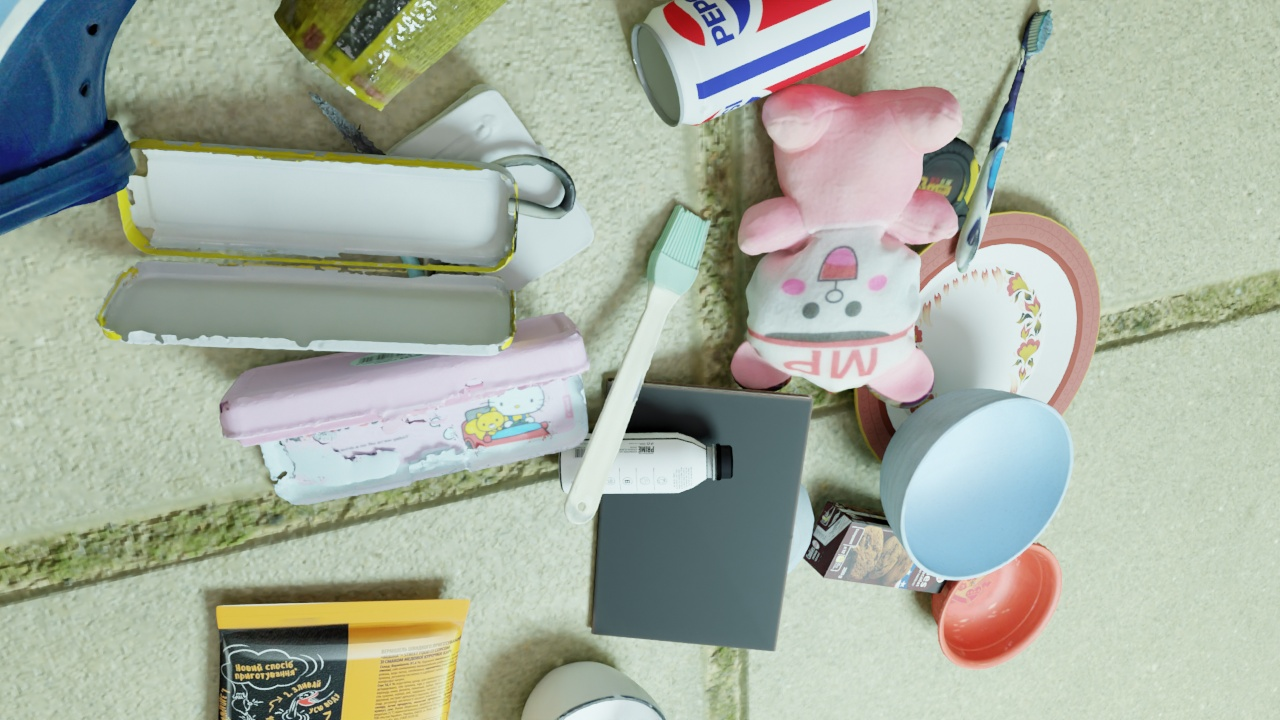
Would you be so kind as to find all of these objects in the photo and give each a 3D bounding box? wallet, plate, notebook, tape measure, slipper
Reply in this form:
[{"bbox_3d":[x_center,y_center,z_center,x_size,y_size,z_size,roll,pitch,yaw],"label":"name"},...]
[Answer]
[{"bbox_3d":[-0.088,-0.099,0.546,0.086,0.032,0.116,-29,122,4],"label":"wallet"},{"bbox_3d":[0.264,-0.006,0.725,0.229,0.021,0.230,-8,114,-18],"label":"plate"},{"bbox_3d":[0.040,0.116,0.664,0.141,0.008,0.209,5,111,2],"label":"notebook"},{"bbox_3d":[0.200,-0.129,0.642,0.067,0.038,0.063,6,117,-21],"label":"tape measure"},{"bbox_3d":[-0.288,-0.103,0.423,0.095,0.105,0.253,35,100,-31],"label":"slipper"}]

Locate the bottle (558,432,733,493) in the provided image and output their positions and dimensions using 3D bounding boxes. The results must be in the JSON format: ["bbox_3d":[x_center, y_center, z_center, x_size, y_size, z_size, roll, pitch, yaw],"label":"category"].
[{"bbox_3d":[0.005,0.069,0.620,0.116,0.041,0.041,-1,113,4],"label":"bottle"}]

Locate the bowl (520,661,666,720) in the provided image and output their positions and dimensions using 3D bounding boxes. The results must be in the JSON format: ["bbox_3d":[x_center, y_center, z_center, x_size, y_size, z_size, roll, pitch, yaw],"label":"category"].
[{"bbox_3d":[-0.042,0.283,0.699,0.116,0.065,0.116,-8,114,-18],"label":"bowl"}]

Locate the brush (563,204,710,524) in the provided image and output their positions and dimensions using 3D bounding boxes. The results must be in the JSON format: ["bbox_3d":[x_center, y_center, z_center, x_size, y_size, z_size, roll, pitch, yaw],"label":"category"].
[{"bbox_3d":[-0.004,0.003,0.597,0.033,0.012,0.217,23,85,-28],"label":"brush"}]

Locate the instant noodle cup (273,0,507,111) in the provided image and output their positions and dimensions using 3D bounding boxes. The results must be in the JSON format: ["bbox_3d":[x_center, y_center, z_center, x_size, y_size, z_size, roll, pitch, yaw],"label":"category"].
[{"bbox_3d":[-0.121,-0.190,0.462,0.108,0.102,0.102,-44,120,11],"label":"instant noodle cup"}]

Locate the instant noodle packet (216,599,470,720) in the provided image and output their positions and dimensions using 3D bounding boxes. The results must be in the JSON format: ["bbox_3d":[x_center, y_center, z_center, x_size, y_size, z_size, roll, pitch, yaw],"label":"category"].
[{"bbox_3d":[-0.212,0.263,0.642,0.159,0.032,0.221,4,110,-21],"label":"instant noodle packet"}]

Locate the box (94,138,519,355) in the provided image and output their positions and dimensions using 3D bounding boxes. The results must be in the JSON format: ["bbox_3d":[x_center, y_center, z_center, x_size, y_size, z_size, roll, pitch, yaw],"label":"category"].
[{"bbox_3d":[-0.168,-0.057,0.477,0.210,0.080,0.084,2,124,-10],"label":"box"}]

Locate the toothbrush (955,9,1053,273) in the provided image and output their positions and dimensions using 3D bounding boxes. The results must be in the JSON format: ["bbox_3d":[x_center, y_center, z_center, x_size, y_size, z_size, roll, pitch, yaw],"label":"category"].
[{"bbox_3d":[0.256,-0.153,0.649,0.016,0.017,0.189,13,97,-19],"label":"toothbrush"}]

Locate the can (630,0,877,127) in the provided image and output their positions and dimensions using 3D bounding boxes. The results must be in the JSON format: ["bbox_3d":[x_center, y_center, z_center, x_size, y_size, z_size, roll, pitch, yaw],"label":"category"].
[{"bbox_3d":[0.067,-0.192,0.542,0.132,0.070,0.070,-26,118,-10],"label":"can"}]

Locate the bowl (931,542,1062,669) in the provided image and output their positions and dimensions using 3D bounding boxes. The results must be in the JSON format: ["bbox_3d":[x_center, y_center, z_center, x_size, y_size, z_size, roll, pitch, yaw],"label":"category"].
[{"bbox_3d":[0.308,0.208,0.818,0.130,0.045,0.131,-8,114,-18],"label":"bowl"}]

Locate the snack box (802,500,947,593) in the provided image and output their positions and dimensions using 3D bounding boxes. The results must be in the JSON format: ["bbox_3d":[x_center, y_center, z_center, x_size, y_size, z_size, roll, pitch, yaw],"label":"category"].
[{"bbox_3d":[0.201,0.155,0.753,0.140,0.032,0.051,15,105,-32],"label":"snack box"}]

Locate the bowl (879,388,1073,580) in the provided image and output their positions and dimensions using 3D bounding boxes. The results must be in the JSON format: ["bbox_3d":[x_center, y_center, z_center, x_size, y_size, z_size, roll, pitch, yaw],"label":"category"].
[{"bbox_3d":[0.240,0.083,0.695,0.150,0.075,0.151,-8,114,-19],"label":"bowl"}]

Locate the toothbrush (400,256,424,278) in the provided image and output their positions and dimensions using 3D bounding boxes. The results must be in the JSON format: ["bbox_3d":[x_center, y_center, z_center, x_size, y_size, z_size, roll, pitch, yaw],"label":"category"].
[{"bbox_3d":[-0.123,-0.008,0.575,0.016,0.016,0.181,-19,118,-4],"label":"toothbrush"}]

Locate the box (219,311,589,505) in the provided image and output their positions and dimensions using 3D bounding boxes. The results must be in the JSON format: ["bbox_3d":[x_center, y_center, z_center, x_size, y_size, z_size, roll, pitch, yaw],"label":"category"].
[{"bbox_3d":[-0.128,0.039,0.543,0.201,0.101,0.103,-11,108,-9],"label":"box"}]

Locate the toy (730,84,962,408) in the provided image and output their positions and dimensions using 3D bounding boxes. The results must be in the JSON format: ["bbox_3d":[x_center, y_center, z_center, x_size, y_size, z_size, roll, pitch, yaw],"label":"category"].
[{"bbox_3d":[0.134,-0.072,0.608,0.142,0.084,0.213,0,108,2],"label":"toy"}]

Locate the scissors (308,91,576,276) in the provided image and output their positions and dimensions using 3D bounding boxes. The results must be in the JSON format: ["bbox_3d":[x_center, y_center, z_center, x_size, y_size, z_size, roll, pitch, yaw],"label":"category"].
[{"bbox_3d":[-0.114,-0.084,0.521,0.157,0.012,0.169,-15,122,-5],"label":"scissors"}]

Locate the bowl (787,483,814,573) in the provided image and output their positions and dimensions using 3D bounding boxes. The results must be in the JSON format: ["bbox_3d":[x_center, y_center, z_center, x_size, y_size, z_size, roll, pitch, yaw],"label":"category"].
[{"bbox_3d":[0.090,0.133,0.704,0.106,0.039,0.106,-8,114,-19],"label":"bowl"}]
